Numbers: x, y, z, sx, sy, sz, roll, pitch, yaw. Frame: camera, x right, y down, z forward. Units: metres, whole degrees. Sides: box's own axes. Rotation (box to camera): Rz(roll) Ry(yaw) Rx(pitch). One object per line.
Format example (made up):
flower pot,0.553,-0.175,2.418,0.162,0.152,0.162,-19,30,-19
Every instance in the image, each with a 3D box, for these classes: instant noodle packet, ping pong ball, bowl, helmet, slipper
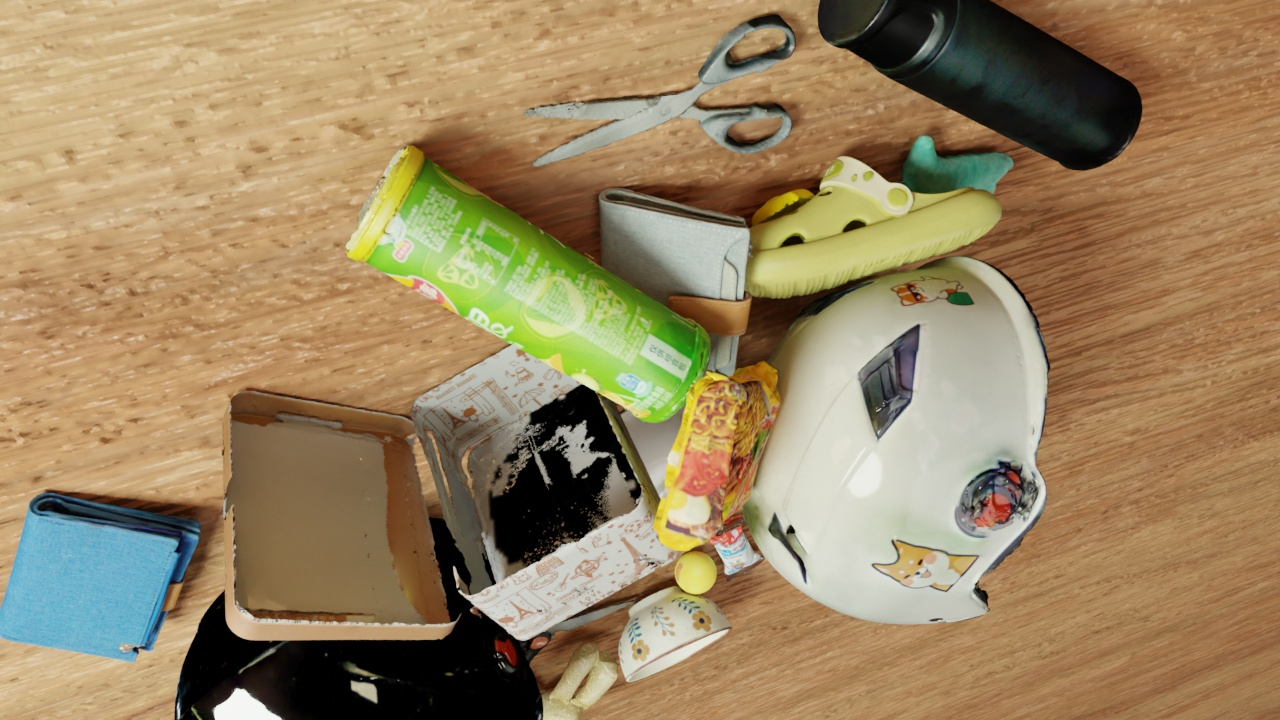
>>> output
instant noodle packet,0.052,0.056,0.571,0.128,0.044,0.111,-9,117,-72
ping pong ball,0.053,0.204,0.881,0.040,0.040,0.040,-13,134,-14
bowl,0.026,0.260,0.895,0.113,0.062,0.114,-22,156,-11
helmet,0.153,0.061,0.654,0.156,0.230,0.275,-3,123,-16
helmet,-0.205,0.255,0.677,0.234,0.230,0.274,-41,95,14
bowl,0.022,0.093,0.749,0.118,0.064,0.118,-13,133,-14
slipper,0.146,-0.096,0.631,0.190,0.081,0.091,-14,171,3

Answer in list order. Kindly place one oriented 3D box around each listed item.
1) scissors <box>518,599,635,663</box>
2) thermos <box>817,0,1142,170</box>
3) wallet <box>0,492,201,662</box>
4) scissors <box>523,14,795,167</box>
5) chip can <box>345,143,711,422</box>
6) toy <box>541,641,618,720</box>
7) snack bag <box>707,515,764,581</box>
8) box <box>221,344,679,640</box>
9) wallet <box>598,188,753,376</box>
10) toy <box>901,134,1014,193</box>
scissors,-0.120,0.280,0.883,0.224,0.021,0.221,4,128,-29
thermos,0.226,-0.197,0.578,0.242,0.068,0.090,12,113,-33
wallet,-0.376,0.152,0.637,0.106,0.040,0.133,18,121,-26
scissors,0.021,-0.158,0.559,0.162,0.014,0.166,22,120,-35
chip can,-0.059,-0.038,0.543,0.221,0.072,0.073,31,114,-22
toy,-0.080,0.345,0.931,0.105,0.066,0.158,23,119,-24
snack bag,0.090,0.181,0.889,0.045,0.026,0.105,-30,138,-2
box,-0.123,0.085,0.594,0.272,0.179,0.130,-11,135,-17
wallet,0.021,-0.043,0.609,0.107,0.036,0.130,17,134,17
toy,0.227,-0.126,0.670,0.091,0.030,0.097,-9,139,-15
